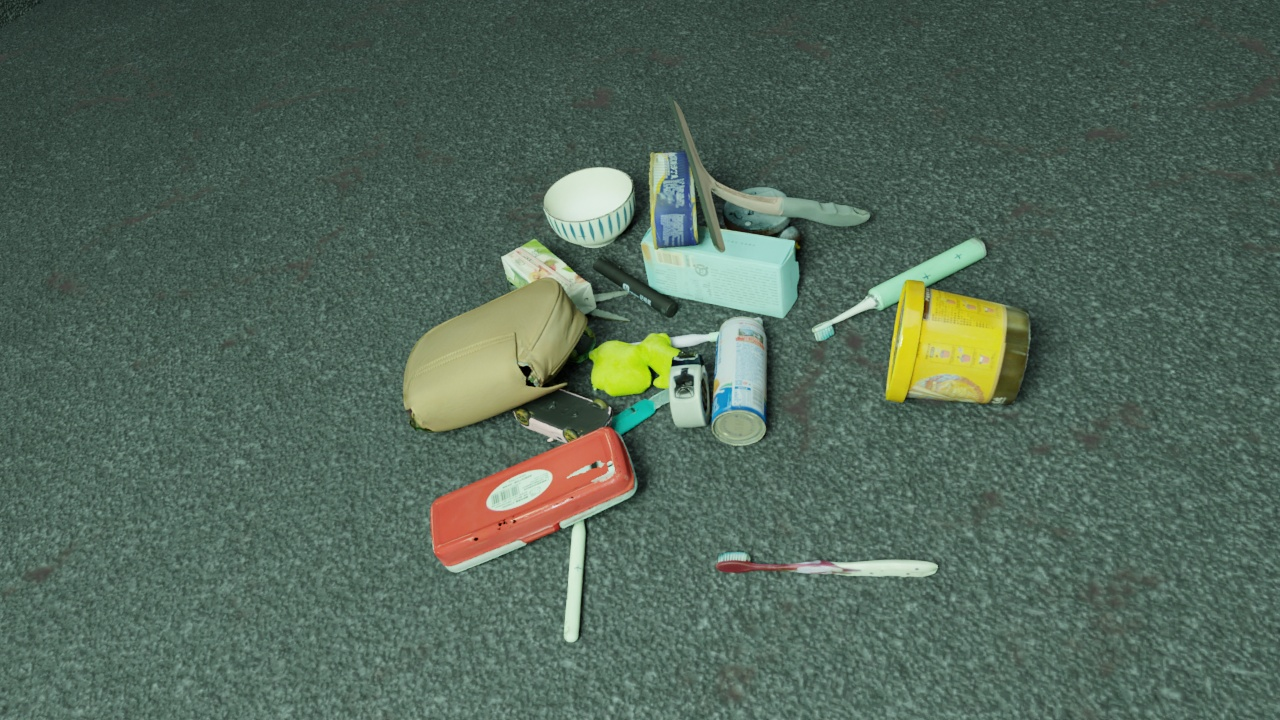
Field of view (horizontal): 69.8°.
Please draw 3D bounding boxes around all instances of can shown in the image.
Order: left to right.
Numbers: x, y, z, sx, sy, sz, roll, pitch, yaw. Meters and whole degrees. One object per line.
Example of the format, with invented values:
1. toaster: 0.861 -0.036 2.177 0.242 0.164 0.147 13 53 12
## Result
1. can: 0.037 -0.181 1.022 0.049 0.075 0.147 -4 41 4
2. can: 0.102 0.018 0.933 0.053 0.053 0.134 -3 46 11

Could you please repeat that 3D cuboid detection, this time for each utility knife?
1. utility knife: -0.034 0.072 0.943 0.186 0.013 0.029 -31 47 -16

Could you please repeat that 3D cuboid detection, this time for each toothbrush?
1. toothbrush: -0.060 0.172 0.848 0.029 0.020 0.189 -40 34 33
2. toothbrush: 0.041 -0.019 1.010 0.189 0.029 0.021 -8 5 8
3. toothbrush: 0.159 0.176 0.793 0.188 0.016 0.017 -2 36 13
4. toothbrush: 0.282 -0.079 1.002 0.224 0.027 0.026 -26 10 -12

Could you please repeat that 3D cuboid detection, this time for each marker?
1. marker: -0.007 -0.088 1.083 0.132 0.020 0.022 35 78 35

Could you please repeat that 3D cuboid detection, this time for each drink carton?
1. drink carton: -0.110 -0.094 1.083 0.053 0.046 0.122 -33 51 -21

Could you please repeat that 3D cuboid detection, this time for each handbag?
1. handbag: -0.152 0.002 0.960 0.205 0.100 0.147 -20 34 28

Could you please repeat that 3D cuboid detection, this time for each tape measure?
1. tape measure: 0.050 0.034 0.921 0.034 0.066 0.065 -6 43 14

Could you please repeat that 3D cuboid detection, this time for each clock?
1. clock: 0.144 -0.155 1.091 0.082 0.055 0.121 -15 46 -2

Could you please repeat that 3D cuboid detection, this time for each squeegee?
1. squeegee: 0.153 -0.181 1.037 0.249 0.040 0.247 9 47 -25

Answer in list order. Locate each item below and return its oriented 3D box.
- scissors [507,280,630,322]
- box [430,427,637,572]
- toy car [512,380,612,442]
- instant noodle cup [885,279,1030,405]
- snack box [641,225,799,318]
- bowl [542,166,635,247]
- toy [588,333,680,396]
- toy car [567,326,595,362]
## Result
1. scissors: -0.097 -0.067 1.094 0.159 0.014 0.178 -36 50 -21
2. box: -0.102 0.130 0.871 0.201 0.047 0.086 -24 43 5
3. toy car: -0.080 0.058 0.947 0.122 0.037 0.056 18 53 38
4. instant noodle cup: 0.301 -0.012 0.875 0.114 0.119 0.118 8 49 12
5. snack box: 0.090 -0.106 1.042 0.175 0.074 0.051 14 51 25
6. bowl: -0.060 -0.186 1.163 0.116 0.066 0.116 -8 44 7
7. toy: -0.006 0.006 0.983 0.100 0.031 0.096 -35 55 -10
8. toy car: -0.092 -0.022 1.032 0.091 0.036 0.043 16 51 28
